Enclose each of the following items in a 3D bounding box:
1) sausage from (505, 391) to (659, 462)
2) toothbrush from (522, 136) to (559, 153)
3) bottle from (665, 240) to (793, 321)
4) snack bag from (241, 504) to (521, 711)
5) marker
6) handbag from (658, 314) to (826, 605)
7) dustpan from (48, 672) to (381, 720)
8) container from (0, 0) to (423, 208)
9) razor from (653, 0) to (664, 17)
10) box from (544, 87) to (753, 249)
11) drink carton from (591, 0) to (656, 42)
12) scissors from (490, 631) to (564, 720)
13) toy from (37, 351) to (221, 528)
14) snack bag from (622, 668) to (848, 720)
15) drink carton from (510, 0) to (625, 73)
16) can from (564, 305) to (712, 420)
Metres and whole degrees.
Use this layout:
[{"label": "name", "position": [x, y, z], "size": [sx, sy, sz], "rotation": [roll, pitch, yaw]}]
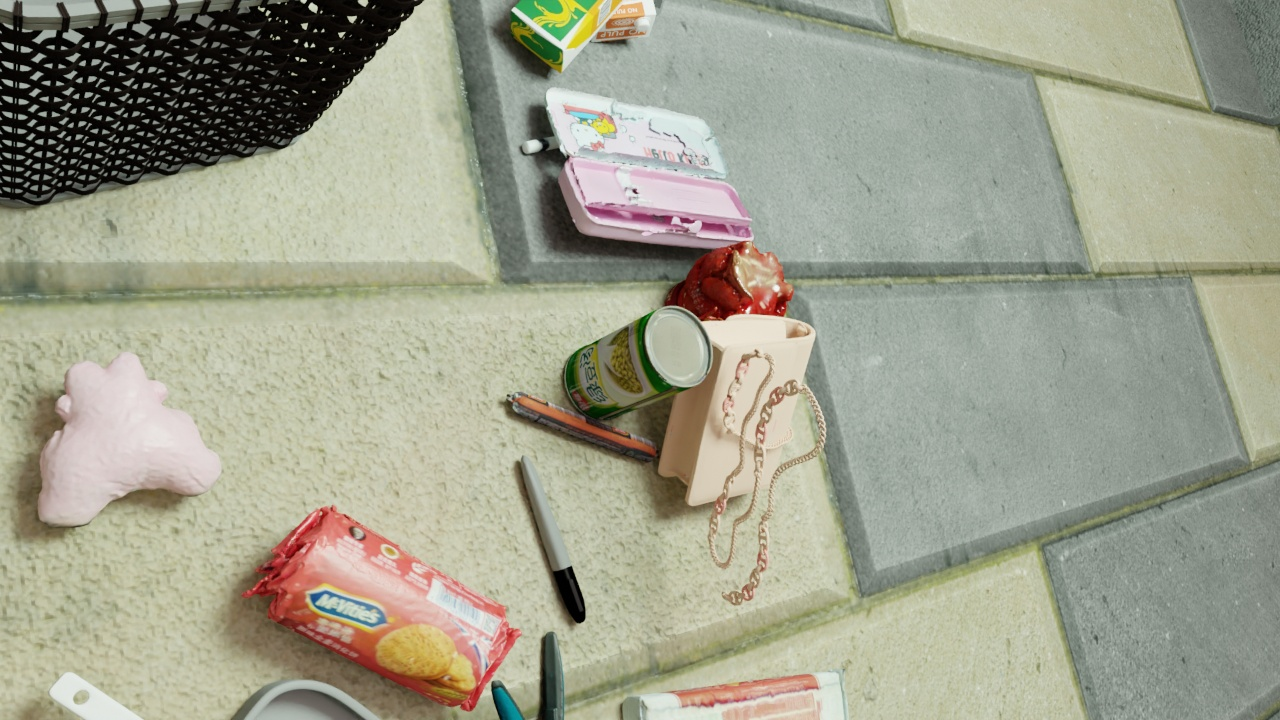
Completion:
[{"label": "sausage", "position": [-0.044, 0.057, 0.762], "size": [0.155, 0.020, 0.020], "rotation": [23, 63, -29]}, {"label": "toothbrush", "position": [-0.036, -0.215, 0.862], "size": [0.186, 0.012, 0.017], "rotation": [-22, 76, -39]}, {"label": "bottle", "position": [0.079, -0.050, 0.828], "size": [0.098, 0.111, 0.098], "rotation": [13, 67, -33]}, {"label": "snack bag", "position": [-0.164, 0.163, 0.606], "size": [0.176, 0.083, 0.082], "rotation": [37, 57, -22]}, {"label": "marker", "position": [-0.068, 0.139, 0.716], "size": [0.016, 0.022, 0.138], "rotation": [-18, 87, -24]}, {"label": "handbag", "position": [0.111, 0.076, 0.748], "size": [0.116, 0.187, 0.199], "rotation": [-3, 118, -32]}, {"label": "dustpan", "position": [-0.236, 0.264, 0.544], "size": [0.257, 0.033, 0.162], "rotation": [44, 54, -17]}, {"label": "container", "position": [-0.300, -0.255, 0.531], "size": [0.244, 0.244, 0.247], "rotation": [-28, 92, -39]}, {"label": "razor", "position": [0.010, -0.416, 0.938], "size": [0.060, 0.057, 0.156], "rotation": [49, 45, -55]}, {"label": "box", "position": [0.008, -0.172, 0.847], "size": [0.200, 0.041, 0.153], "rotation": [0, 58, -38]}, {"label": "drink carton", "position": [-0.027, -0.370, 0.886], "size": [0.058, 0.040, 0.122], "rotation": [-10, 80, -12]}, {"label": "scissors", "position": [-0.070, 0.265, 0.666], "size": [0.117, 0.019, 0.148], "rotation": [-67, 140, -56]}, {"label": "toy", "position": [-0.311, 0.044, 0.548], "size": [0.098, 0.053, 0.096], "rotation": [-15, 91, -34]}, {"label": "snack bag", "position": [0.086, 0.307, 0.765], "size": [0.224, 0.041, 0.077], "rotation": [8, 71, -36]}, {"label": "drink carton", "position": [-0.056, -0.329, 0.830], "size": [0.058, 0.041, 0.122], "rotation": [38, 77, 1]}, {"label": "can", "position": [-0.004, 0.004, 0.743], "size": [0.067, 0.121, 0.067], "rotation": [12, 68, -33]}]
